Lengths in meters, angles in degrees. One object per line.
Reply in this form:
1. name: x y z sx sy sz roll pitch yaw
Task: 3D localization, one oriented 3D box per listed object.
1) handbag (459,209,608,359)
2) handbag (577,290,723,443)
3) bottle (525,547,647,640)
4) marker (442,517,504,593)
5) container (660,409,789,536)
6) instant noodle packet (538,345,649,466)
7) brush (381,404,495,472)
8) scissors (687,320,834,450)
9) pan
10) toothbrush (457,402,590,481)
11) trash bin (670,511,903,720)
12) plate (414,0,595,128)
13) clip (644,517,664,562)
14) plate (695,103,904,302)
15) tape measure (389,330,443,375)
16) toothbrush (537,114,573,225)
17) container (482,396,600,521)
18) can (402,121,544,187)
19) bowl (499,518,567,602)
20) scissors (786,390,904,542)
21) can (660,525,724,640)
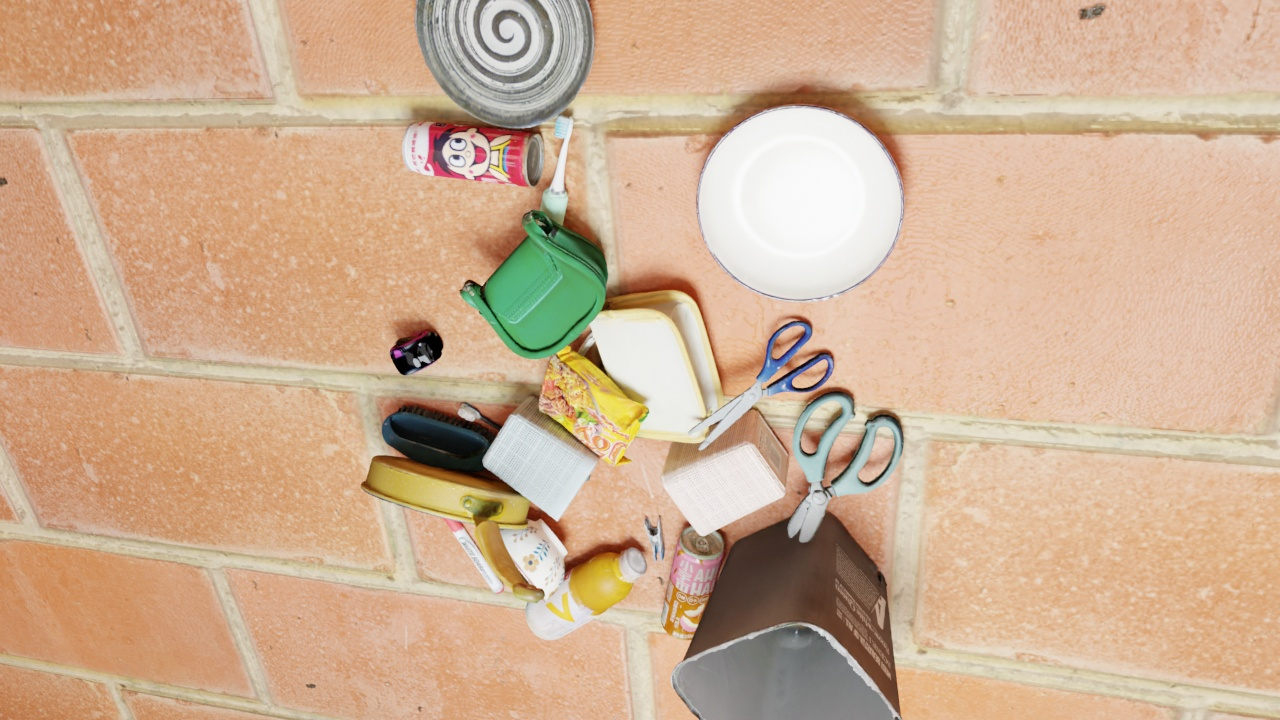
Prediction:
1. handbag: -0.104 -0.075 0.936 0.120 0.067 0.132 36 115 -21
2. handbag: -0.006 0.006 0.999 0.179 0.063 0.163 -1 120 34
3. bottle: -0.069 0.294 1.170 0.190 0.067 0.068 -37 103 30
4. marker: -0.224 0.254 1.224 0.017 0.017 0.145 -19 112 25
5. container: 0.097 0.120 1.010 0.111 0.090 0.090 -29 108 25
6. instant noodle packet: -0.053 0.054 1.003 0.128 0.044 0.111 37 143 11
7. brush: -0.246 0.100 1.107 0.144 0.073 0.055 16 113 6
8. scissors: 0.117 0.023 0.945 0.172 0.012 0.133 -10 104 -8
9. pan: -0.185 0.177 1.005 0.197 0.358 0.078 17 85 -33
10. toothbrush: -0.141 0.101 1.112 0.181 0.018 0.016 29 116 -3
11. trash bin: 0.175 0.302 1.012 0.199 0.219 0.199 -31 106 30
12. plate: -0.127 -0.311 0.864 0.179 0.024 0.180 7 121 12
13. clip: 0.020 0.218 1.127 0.032 0.025 0.057 -8 110 14
14. plate: 0.149 -0.149 0.865 0.192 0.038 0.193 8 121 13
15. tape measure: -0.259 -0.011 1.058 0.058 0.057 0.039 -22 106 11
16. toothbrush: -0.093 -0.145 0.948 0.027 0.026 0.225 9 123 -11
17. container: -0.110 0.108 1.056 0.111 0.089 0.090 33 108 -1
18. can: -0.167 -0.207 0.918 0.133 0.053 0.053 9 121 12
19. bowl: -0.132 0.239 1.150 0.062 0.113 0.113 -39 108 -15
20. scissors: 0.216 0.126 0.979 0.143 0.019 0.180 16 97 2
21. can: 0.063 0.274 1.125 0.058 0.057 0.147 15 122 8
